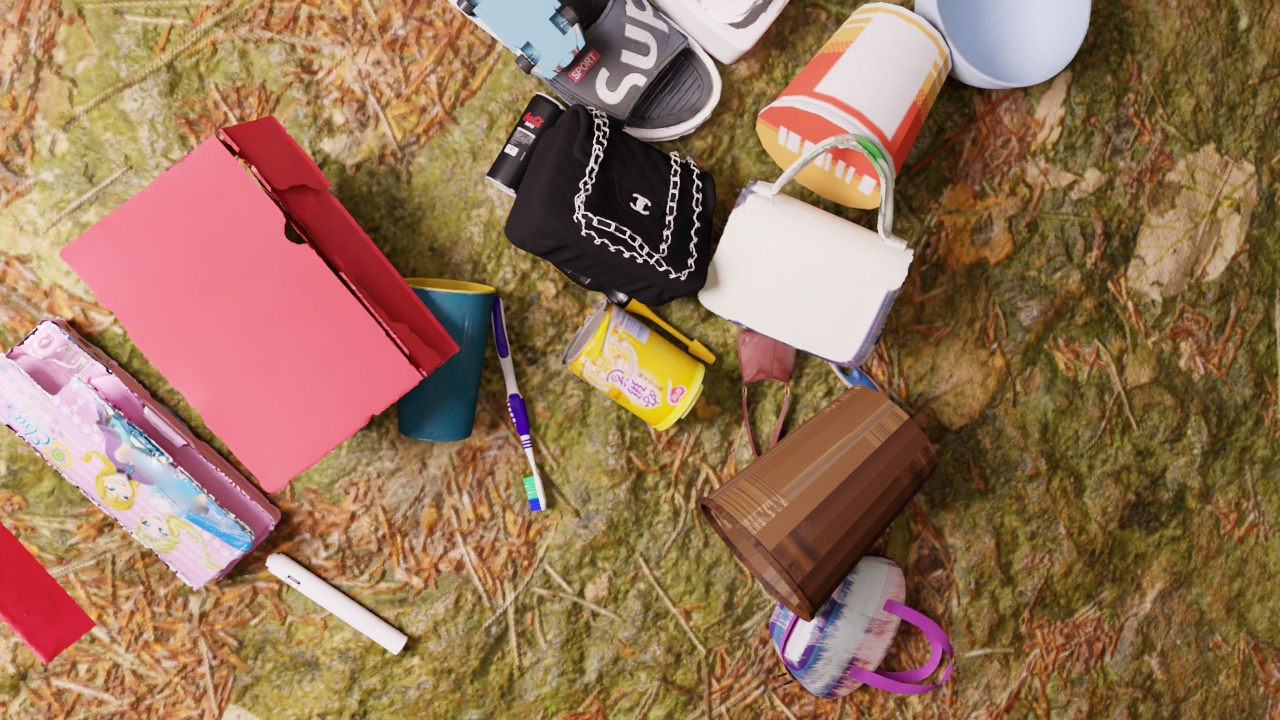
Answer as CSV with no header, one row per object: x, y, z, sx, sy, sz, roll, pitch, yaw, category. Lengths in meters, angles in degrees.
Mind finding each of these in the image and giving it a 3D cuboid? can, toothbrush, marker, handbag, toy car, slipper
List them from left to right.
-0.252,0.201,0.758,0.133,0.017,0.020,38,125,-12,marker
-0.104,0.038,0.769,0.016,0.015,0.187,-12,98,-4,toothbrush
-0.089,-0.259,0.685,0.060,0.027,0.108,-44,92,8,toy car
-0.092,-0.174,0.740,0.031,0.031,0.080,31,90,-12,can
-0.051,-0.268,0.724,0.264,0.063,0.111,37,88,-10,slipper
-0.015,-0.054,0.770,0.196,0.030,0.031,35,104,-15,toothbrush
-0.008,-0.126,0.705,0.153,0.115,0.125,21,71,-23,handbag
-0.004,0.004,0.758,0.105,0.067,0.067,34,89,-12,can
0.109,0.033,0.806,0.055,0.029,0.120,0,101,-9,handbag
0.143,-0.099,0.728,0.151,0.073,0.176,23,126,7,handbag
0.178,0.003,0.820,0.135,0.017,0.021,42,91,-14,toothbrush
0.211,0.252,0.833,0.170,0.068,0.144,27,90,-19,handbag

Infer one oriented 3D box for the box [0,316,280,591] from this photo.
-0.389,0.076,0.695,0.084,0.063,0.230,-44,102,-4,box

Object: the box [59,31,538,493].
-0.186,-0.108,0.712,0.213,0.128,0.423,51,53,-8,box

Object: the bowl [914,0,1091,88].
0.291,-0.296,0.774,0.150,0.075,0.150,0,91,-16,bowl

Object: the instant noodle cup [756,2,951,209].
0.180,-0.211,0.749,0.123,0.123,0.121,37,81,-12,instant noodle cup

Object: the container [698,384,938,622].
0.155,0.112,0.775,0.167,0.132,0.132,-41,102,-10,container

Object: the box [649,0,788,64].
0.077,-0.312,0.723,0.102,0.102,0.108,37,86,-13,box

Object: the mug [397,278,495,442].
-0.159,-0.001,0.728,0.078,0.078,0.121,4,100,-11,mug
